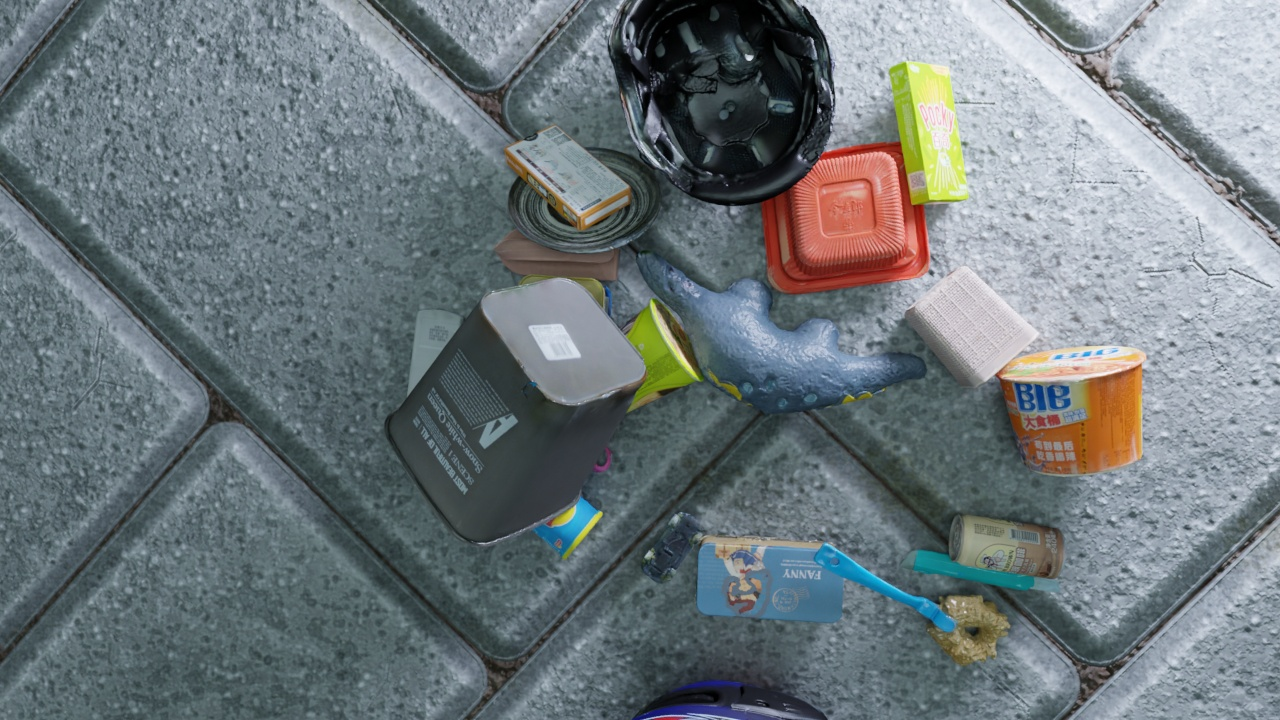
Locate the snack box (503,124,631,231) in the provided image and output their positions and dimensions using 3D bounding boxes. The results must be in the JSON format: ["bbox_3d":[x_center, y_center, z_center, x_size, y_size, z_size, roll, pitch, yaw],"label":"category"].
[{"bbox_3d":[-0.085,-0.214,1.060,0.075,0.026,0.154,-32,58,-21],"label":"snack box"}]

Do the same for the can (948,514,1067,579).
[{"bbox_3d":[0.417,0.212,1.046,0.116,0.058,0.058,8,92,6],"label":"can"}]

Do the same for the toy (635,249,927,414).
[{"bbox_3d":[0.143,-0.015,1.052,0.356,0.091,0.138,25,93,0],"label":"toy"}]

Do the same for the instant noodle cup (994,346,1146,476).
[{"bbox_3d":[0.471,0.055,0.997,0.151,0.151,0.111,-11,99,6],"label":"instant noodle cup"}]

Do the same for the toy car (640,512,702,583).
[{"bbox_3d":[0.038,0.224,1.101,0.043,0.034,0.090,35,93,7],"label":"toy car"}]

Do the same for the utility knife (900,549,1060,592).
[{"bbox_3d":[0.397,0.248,1.072,0.182,0.013,0.029,10,96,7],"label":"utility knife"}]

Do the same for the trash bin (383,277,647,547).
[{"bbox_3d":[-0.127,0.047,0.980,0.199,0.198,0.220,51,130,17],"label":"trash bin"}]

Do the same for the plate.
[{"bbox_3d":[-0.064,-0.182,1.067,0.179,0.024,0.179,-2,51,2],"label":"plate"}]

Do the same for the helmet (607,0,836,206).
[{"bbox_3d":[0.093,-0.301,1.020,0.230,0.156,0.274,-29,91,10],"label":"helmet"}]

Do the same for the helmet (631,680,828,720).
[{"bbox_3d":[0.084,0.468,0.994,0.315,0.240,0.247,21,95,-6],"label":"helmet"}]

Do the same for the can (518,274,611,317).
[{"bbox_3d":[-0.087,-0.069,1.082,0.102,0.083,0.057,4,92,6],"label":"can"}]

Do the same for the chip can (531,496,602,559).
[{"bbox_3d":[-0.147,0.144,1.101,0.210,0.071,0.071,40,95,4],"label":"chip can"}]

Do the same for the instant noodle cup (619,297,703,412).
[{"bbox_3d":[-0.006,0.006,1.070,0.124,0.111,0.111,-32,88,15],"label":"instant noodle cup"}]

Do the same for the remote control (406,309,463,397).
[{"bbox_3d":[-0.255,0.012,1.134,0.058,0.021,0.150,8,93,6],"label":"remote control"}]

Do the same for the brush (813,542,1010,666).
[{"bbox_3d":[0.308,0.272,1.042,0.254,0.046,0.083,28,102,-11],"label":"brush"}]

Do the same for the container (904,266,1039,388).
[{"bbox_3d":[0.366,-0.039,1.031,0.090,0.090,0.111,-42,84,6],"label":"container"}]

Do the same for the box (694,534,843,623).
[{"bbox_3d":[0.156,0.255,1.076,0.184,0.061,0.090,0,92,8],"label":"box"}]

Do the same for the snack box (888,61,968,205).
[{"bbox_3d":[0.326,-0.255,1.035,0.026,0.085,0.156,-9,90,50],"label":"snack box"}]

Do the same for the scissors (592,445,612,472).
[{"bbox_3d":[-0.080,0.073,1.122,0.074,0.017,0.137,-14,86,16],"label":"scissors"}]

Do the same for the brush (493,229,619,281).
[{"bbox_3d":[-0.098,-0.129,1.087,0.146,0.073,0.063,3,94,6],"label":"brush"}]

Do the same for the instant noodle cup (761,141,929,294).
[{"bbox_3d":[0.231,-0.166,1.047,0.189,0.079,0.164,-8,87,11],"label":"instant noodle cup"}]
